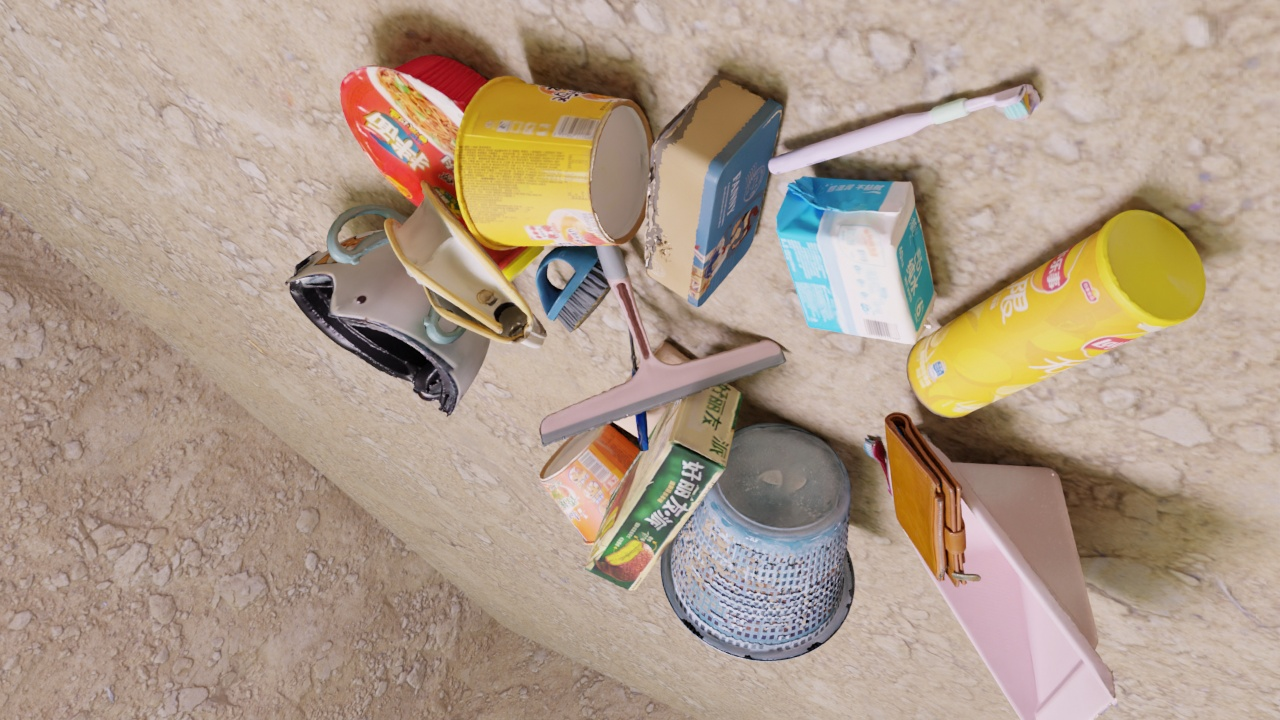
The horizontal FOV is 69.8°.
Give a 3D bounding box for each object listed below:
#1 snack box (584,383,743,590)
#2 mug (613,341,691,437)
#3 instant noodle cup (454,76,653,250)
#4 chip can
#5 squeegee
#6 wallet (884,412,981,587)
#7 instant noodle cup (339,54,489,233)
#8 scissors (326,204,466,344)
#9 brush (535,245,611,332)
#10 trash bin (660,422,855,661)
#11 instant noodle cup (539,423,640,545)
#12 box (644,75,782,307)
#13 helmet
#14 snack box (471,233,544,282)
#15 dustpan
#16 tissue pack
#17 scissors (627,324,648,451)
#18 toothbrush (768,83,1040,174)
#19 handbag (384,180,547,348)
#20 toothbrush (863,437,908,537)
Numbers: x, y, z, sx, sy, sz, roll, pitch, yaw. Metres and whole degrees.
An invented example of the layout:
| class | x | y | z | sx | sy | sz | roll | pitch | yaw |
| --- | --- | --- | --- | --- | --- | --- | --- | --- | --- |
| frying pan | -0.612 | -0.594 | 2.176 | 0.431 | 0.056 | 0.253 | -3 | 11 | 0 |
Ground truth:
| class | x | y | z | sx | sy | sz | roll | pitch | yaw |
| --- | --- | --- | --- | --- | --- | --- | --- | --- | --- |
| snack box | 0.021 | 0.129 | 0.956 | 0.063 | 0.114 | 0.241 | 26 | 131 | -4 |
| mug | 0.037 | 0.046 | 1.015 | 0.103 | 0.084 | 0.125 | 34 | 131 | -7 |
| instant noodle cup | -0.059 | -0.148 | 0.710 | 0.110 | 0.137 | 0.138 | 10 | 148 | 24 |
| chip can | 0.267 | -0.023 | 0.621 | 0.072 | 0.072 | 0.214 | 34 | 156 | -3 |
| squeegee | -0.018 | -0.071 | 0.846 | 0.040 | 0.248 | 0.250 | -99 | -11 | -66 |
| wallet | 0.251 | 0.128 | 0.801 | 0.119 | 0.035 | 0.131 | -119 | 9 | -52 |
| instant noodle cup | -0.167 | -0.198 | 0.814 | 0.194 | 0.065 | 0.194 | 27 | 155 | 14 |
| scissors | -0.227 | -0.092 | 0.938 | 0.019 | 0.169 | 0.180 | -24 | 88 | 46 |
| brush | -0.070 | -0.079 | 0.925 | 0.073 | 0.055 | 0.144 | 34 | 156 | -7 |
| trash bin | 0.139 | 0.181 | 1.004 | 0.227 | 0.225 | 0.195 | 24 | 141 | 19 |
| instant noodle cup | -0.058 | 0.158 | 1.247 | 0.111 | 0.151 | 0.152 | 48 | 152 | -12 |
| box | 0.050 | -0.122 | 0.670 | 0.059 | 0.089 | 0.185 | 34 | 157 | 14 |
| helmet | -0.273 | -0.067 | 1.068 | 0.230 | 0.156 | 0.274 | 47 | 162 | -32 |
| snack box | -0.154 | -0.115 | 0.935 | 0.080 | 0.081 | 0.091 | 47 | 150 | -8 |
| dustpan | 0.303 | 0.203 | 0.833 | 0.139 | 0.272 | 0.223 | 0 | 144 | 9 |
| tissue pack | 0.158 | -0.072 | 0.663 | 0.090 | 0.063 | 0.140 | 12 | 149 | 34 |
| scissors | -0.005 | 0.013 | 0.920 | 0.012 | 0.156 | 0.166 | -7 | 139 | 2 |
| toothbrush | 0.156 | -0.142 | 0.583 | 0.029 | 0.021 | 0.190 | 0 | 178 | -41 |
| handbag | -0.142 | -0.062 | 0.805 | 0.179 | 0.063 | 0.163 | 48 | -179 | -32 |
| toothbrush | 0.267 | 0.139 | 0.976 | 0.017 | 0.016 | 0.187 | 20 | 153 | 42 |
